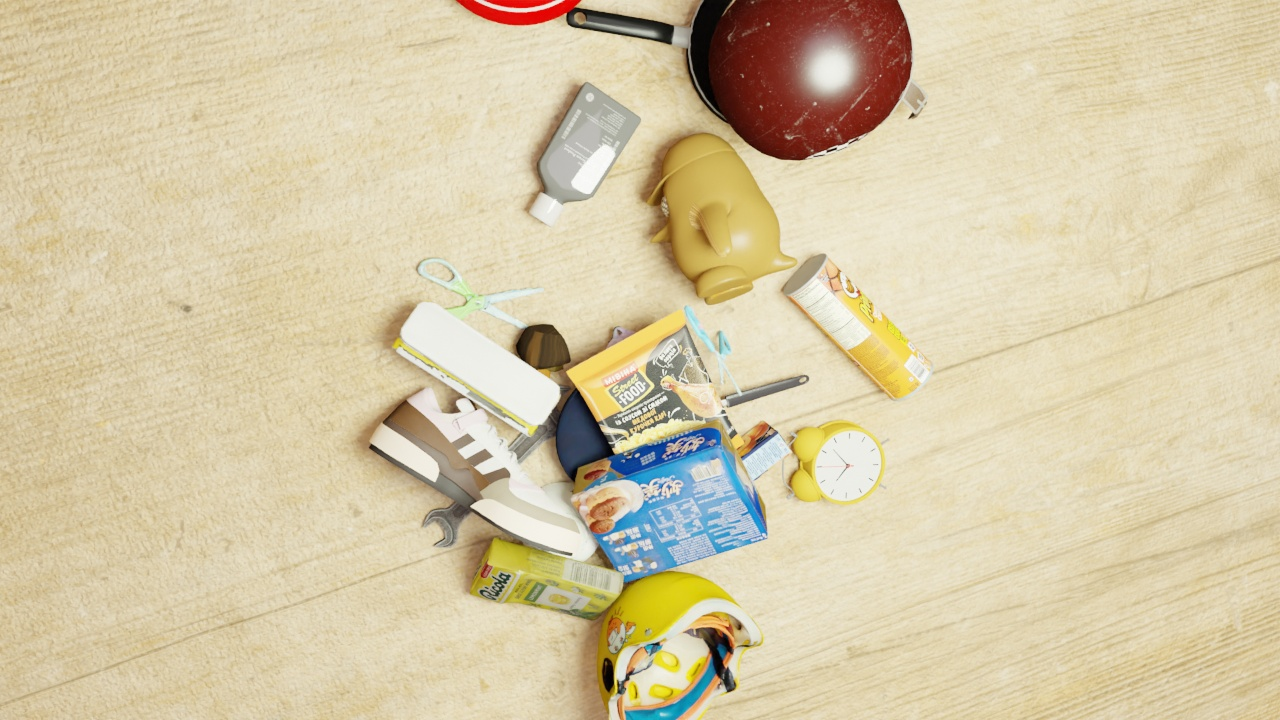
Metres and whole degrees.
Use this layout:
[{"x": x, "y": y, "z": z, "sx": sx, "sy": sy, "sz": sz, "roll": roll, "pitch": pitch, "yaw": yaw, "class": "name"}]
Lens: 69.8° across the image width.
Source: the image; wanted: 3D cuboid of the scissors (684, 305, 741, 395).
[{"x": 0.097, "y": -0.017, "z": 1.178, "sx": 0.015, "sy": 0.135, "sz": 0.135, "roll": -24, "pitch": 98, "yaw": 20, "class": "scissors"}]

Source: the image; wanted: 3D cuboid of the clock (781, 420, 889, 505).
[{"x": 0.266, "y": 0.142, "z": 1.264, "sx": 0.152, "sy": 0.052, "sz": 0.113, "roll": -1, "pitch": 99, "yaw": -14, "class": "clock"}]

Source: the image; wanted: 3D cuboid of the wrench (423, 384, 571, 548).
[{"x": -0.181, "y": 0.141, "z": 1.207, "sx": 0.273, "sy": 0.010, "sz": 0.070, "roll": -45, "pitch": 103, "yaw": -1, "class": "wrench"}]

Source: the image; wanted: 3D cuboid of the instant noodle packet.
[{"x": 0.023, "y": 0.063, "z": 1.171, "sx": 0.160, "sy": 0.032, "sz": 0.221, "roll": -29, "pitch": 117, "yaw": -4, "class": "instant noodle packet"}]

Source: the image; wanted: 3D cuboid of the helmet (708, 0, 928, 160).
[{"x": 0.202, "y": -0.341, "z": 1.066, "sx": 0.234, "sy": 0.253, "sz": 0.233, "roll": -32, "pitch": 96, "yaw": 6, "class": "helmet"}]

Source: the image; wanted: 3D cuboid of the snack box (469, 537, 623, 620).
[{"x": -0.121, "y": 0.290, "z": 1.187, "sx": 0.181, "sy": 0.122, "sz": 0.045, "roll": 18, "pitch": 53, "yaw": -13, "class": "snack box"}]

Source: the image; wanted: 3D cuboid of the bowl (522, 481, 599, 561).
[{"x": -0.102, "y": 0.223, "z": 1.206, "sx": 0.113, "sy": 0.063, "sz": 0.113, "roll": -1, "pitch": 99, "yaw": -9, "class": "bowl"}]

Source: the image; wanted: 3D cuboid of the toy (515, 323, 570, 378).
[{"x": -0.126, "y": 0.004, "z": 1.176, "sx": 0.076, "sy": 0.062, "sz": 0.100, "roll": 16, "pitch": 113, "yaw": 20, "class": "toy"}]

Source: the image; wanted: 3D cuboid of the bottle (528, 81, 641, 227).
[{"x": -0.081, "y": -0.249, "z": 1.147, "sx": 0.083, "sy": 0.046, "sz": 0.174, "roll": 31, "pitch": 92, "yaw": -13, "class": "bottle"}]

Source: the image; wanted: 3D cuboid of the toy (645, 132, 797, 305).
[{"x": 0.085, "y": -0.183, "z": 1.141, "sx": 0.163, "sy": 0.198, "sz": 0.203, "roll": -20, "pitch": 82, "yaw": 11, "class": "toy"}]

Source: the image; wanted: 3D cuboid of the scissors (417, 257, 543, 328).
[{"x": -0.210, "y": -0.067, "z": 1.171, "sx": 0.170, "sy": 0.028, "sz": 0.139, "roll": 25, "pitch": 92, "yaw": -9, "class": "scissors"}]

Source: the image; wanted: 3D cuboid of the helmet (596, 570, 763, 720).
[{"x": 0.027, "y": 0.377, "z": 1.211, "sx": 0.208, "sy": 0.139, "sz": 0.240, "roll": 14, "pitch": 113, "yaw": -36, "class": "helmet"}]

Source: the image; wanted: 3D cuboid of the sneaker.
[{"x": -0.184, "y": 0.132, "z": 1.141, "sx": 0.294, "sy": 0.112, "sz": 0.116, "roll": 29, "pitch": 80, "yaw": 10, "class": "sneaker"}]

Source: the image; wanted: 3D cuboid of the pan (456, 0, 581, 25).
[{"x": -0.077, "y": -0.525, "z": 1.092, "sx": 0.356, "sy": 0.067, "sz": 0.209, "roll": -18, "pitch": 88, "yaw": -8, "class": "pan"}]

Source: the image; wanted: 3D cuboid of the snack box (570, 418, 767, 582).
[{"x": 0.038, "y": 0.180, "z": 1.162, "sx": 0.203, "sy": 0.069, "sz": 0.155, "roll": -21, "pitch": 117, "yaw": 16, "class": "snack box"}]

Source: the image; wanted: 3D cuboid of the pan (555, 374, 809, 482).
[{"x": 0.060, "y": 0.070, "z": 1.217, "sx": 0.356, "sy": 0.021, "sz": 0.199, "roll": -16, "pitch": 115, "yaw": -11, "class": "pan"}]

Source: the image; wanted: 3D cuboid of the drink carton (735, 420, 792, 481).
[{"x": 0.134, "y": 0.140, "z": 1.233, "sx": 0.130, "sy": 0.064, "sz": 0.040, "roll": -37, "pitch": 104, "yaw": -2, "class": "drink carton"}]

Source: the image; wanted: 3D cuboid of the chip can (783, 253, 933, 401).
[{"x": 0.292, "y": -0.043, "z": 1.227, "sx": 0.215, "sy": 0.075, "sz": 0.075, "roll": 43, "pitch": 89, "yaw": -13, "class": "chip can"}]

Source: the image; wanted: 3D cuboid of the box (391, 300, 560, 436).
[{"x": -0.207, "y": 0.016, "z": 1.153, "sx": 0.209, "sy": 0.080, "sz": 0.079, "roll": 34, "pitch": 72, "yaw": -9, "class": "box"}]

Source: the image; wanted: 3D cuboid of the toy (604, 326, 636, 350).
[{"x": -0.007, "y": 0.007, "z": 1.204, "sx": 0.099, "sy": 0.036, "sz": 0.080, "roll": 29, "pitch": 102, "yaw": -13, "class": "toy"}]

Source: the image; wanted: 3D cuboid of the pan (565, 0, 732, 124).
[{"x": 0.083, "y": -0.400, "z": 1.153, "sx": 0.355, "sy": 0.044, "sz": 0.204, "roll": 6, "pitch": 97, "yaw": -11, "class": "pan"}]
